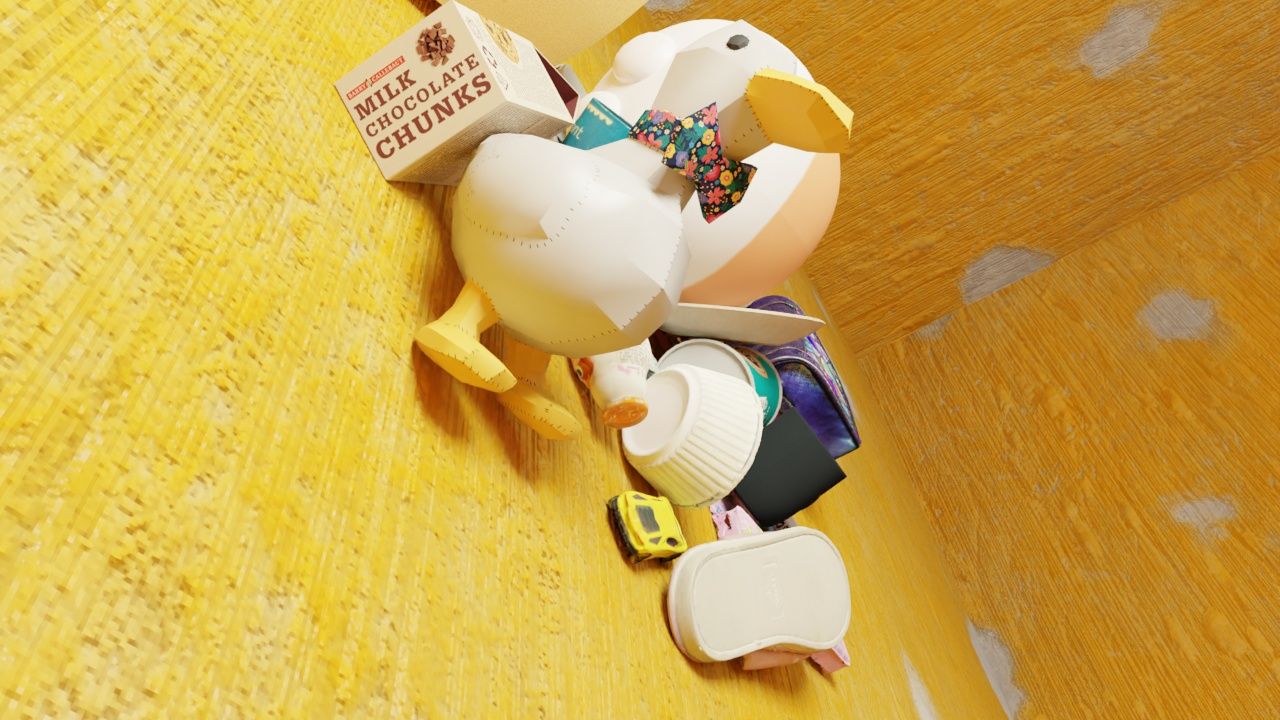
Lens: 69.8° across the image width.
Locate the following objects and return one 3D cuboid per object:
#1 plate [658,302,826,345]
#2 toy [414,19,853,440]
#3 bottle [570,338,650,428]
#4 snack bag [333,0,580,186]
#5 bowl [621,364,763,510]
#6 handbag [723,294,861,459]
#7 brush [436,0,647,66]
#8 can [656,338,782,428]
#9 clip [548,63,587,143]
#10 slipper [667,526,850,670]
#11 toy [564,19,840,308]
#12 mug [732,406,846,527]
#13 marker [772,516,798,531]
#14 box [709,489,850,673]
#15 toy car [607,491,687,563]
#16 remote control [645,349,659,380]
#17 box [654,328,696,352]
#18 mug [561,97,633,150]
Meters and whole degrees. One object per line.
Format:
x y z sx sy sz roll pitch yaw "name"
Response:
0.083 -0.033 0.893 0.188 0.189 0.027 5 91 -71 "plate"
-0.023 -0.092 0.547 0.247 0.267 0.141 25 -11 39 "toy"
-0.022 0.000 0.715 0.063 0.063 0.108 43 26 -50 "bottle"
-0.113 -0.180 0.663 0.070 0.094 0.206 62 16 -1 "snack bag"
0.033 0.053 0.726 0.062 0.116 0.115 31 31 -33 "bowl"
0.181 0.020 1.203 0.222 0.126 0.204 55 17 -19 "handbag"
-0.110 -0.372 0.807 0.250 0.195 0.075 30 36 -62 "brush"
0.077 0.032 0.898 0.099 0.099 0.143 65 16 10 "can"
-0.071 -0.260 1.021 0.125 0.082 0.147 53 20 -22 "clip"
0.097 0.193 0.749 0.274 0.055 0.114 16 66 -52 "slipper"
0.062 -0.178 0.887 0.280 0.263 0.266 37 3 -36 "toy"
0.146 0.115 0.908 0.121 0.094 0.085 47 8 -47 "mug"
0.149 0.168 0.969 0.025 0.025 0.125 55 5 -25 "marker"
0.134 0.204 0.929 0.230 0.035 0.159 49 16 -40 "box"
0.009 0.121 0.670 0.049 0.030 0.107 66 15 19 "toy car"
-0.005 0.005 0.818 0.060 0.028 0.114 31 35 -61 "remote control"
0.061 0.005 1.001 0.187 0.053 0.058 62 -16 -5 "box"
-0.035 -0.133 0.703 0.084 0.104 0.112 37 14 -8 "mug"
